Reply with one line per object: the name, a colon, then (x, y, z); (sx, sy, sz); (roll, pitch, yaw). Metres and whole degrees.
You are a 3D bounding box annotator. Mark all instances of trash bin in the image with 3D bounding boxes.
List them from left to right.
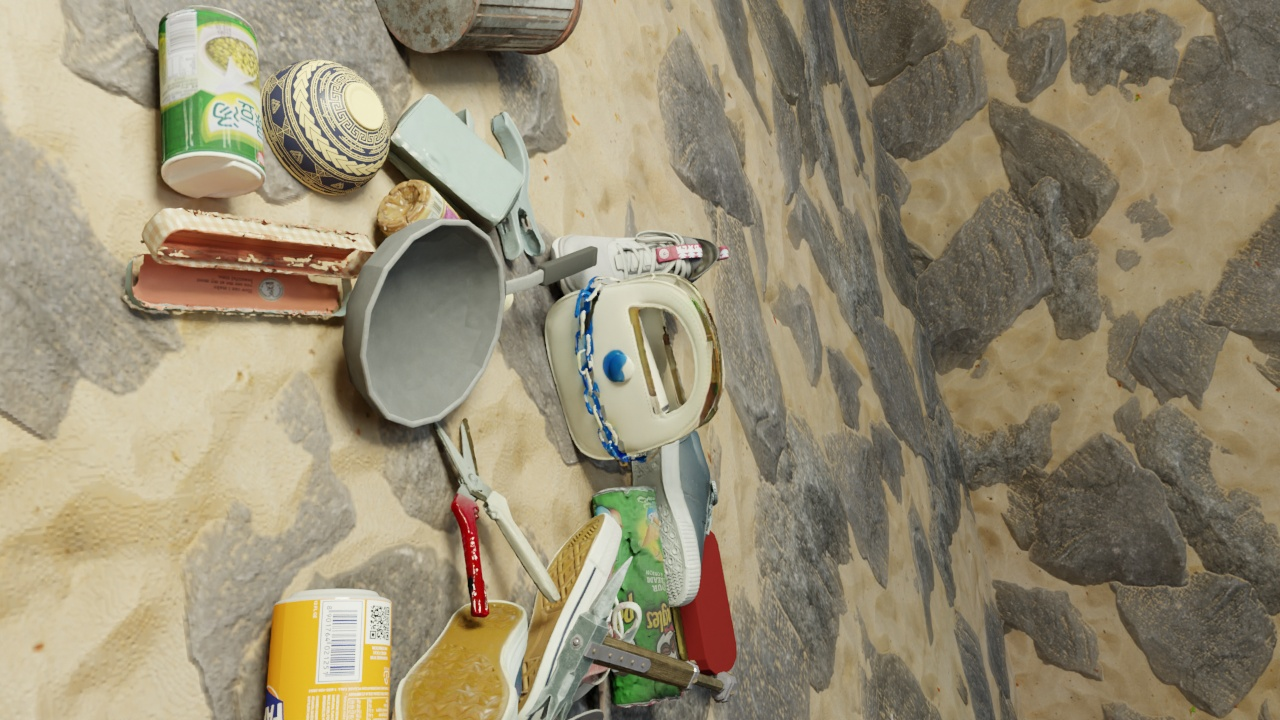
trash bin: (-0.158, -0.385, 0.953); (0.210, 0.131, 0.131); (-34, 106, -58)

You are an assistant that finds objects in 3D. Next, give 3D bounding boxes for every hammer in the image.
hammer: (0.023, 0.284, 0.856); (0.317, 0.028, 0.147); (41, 73, -53)

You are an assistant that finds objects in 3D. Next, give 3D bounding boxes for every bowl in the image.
bowl: (-0.252, -0.202, 0.770); (0.112, 0.061, 0.112); (34, 48, -49)

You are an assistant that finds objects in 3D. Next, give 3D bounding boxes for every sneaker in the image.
sneaker: (-0.131, 0.262, 0.695); (0.235, 0.087, 0.079); (-93, -175, -82)
sneaker: (-0.054, 0.254, 0.853); (0.088, 0.119, 0.240); (38, 47, -17)
sneaker: (0.001, -0.115, 1.096); (0.262, 0.129, 0.096); (-4, 77, -56)
sneaker: (0.046, 0.170, 1.059); (0.087, 0.089, 0.235); (17, 54, -33)

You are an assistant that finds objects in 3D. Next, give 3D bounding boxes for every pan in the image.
pan: (-0.140, -0.061, 0.843); (0.356, 0.041, 0.179); (-32, 133, -55)

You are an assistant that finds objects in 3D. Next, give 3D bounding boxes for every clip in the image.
clip: (-0.135, -0.196, 1.005); (0.141, 0.029, 0.171); (-39, 111, -57)

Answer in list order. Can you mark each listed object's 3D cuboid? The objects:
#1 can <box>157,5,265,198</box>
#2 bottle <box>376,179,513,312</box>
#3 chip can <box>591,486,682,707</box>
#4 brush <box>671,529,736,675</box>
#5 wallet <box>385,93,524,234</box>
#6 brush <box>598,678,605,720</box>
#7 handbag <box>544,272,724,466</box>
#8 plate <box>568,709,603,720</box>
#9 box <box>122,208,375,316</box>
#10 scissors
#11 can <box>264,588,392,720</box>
can: (-0.308, -0.183, 0.659); (0.067, 0.067, 0.121); (13, 65, -57)
bottle: (-0.174, -0.097, 0.859); (0.166, 0.060, 0.059); (49, 37, -51)
chip can: (-0.005, 0.244, 0.968); (0.075, 0.076, 0.223); (15, 64, -57)
brush: (0.069, 0.289, 1.104); (0.082, 0.042, 0.173); (8, 69, -59)
wallet: (-0.180, -0.185, 0.881); (0.131, 0.054, 0.100); (45, 33, -21)
brush: (-0.043, 0.331, 0.912); (0.050, 0.015, 0.135); (91, -2, -80)
handbag: (-0.006, 0.006, 0.953); (0.092, 0.200, 0.200); (-16, 88, -48)
plate: (-0.102, 0.320, 0.692); (0.012, 0.179, 0.178); (47, 20, 25)
box: (-0.278, -0.067, 0.670); (0.043, 0.083, 0.186); (51, 25, 20)
scissors: (-0.133, 0.143, 0.801); (0.179, 0.015, 0.193); (42, 29, -21)
can: (-0.210, 0.230, 0.616); (0.079, 0.079, 0.142); (26, 54, -53)
